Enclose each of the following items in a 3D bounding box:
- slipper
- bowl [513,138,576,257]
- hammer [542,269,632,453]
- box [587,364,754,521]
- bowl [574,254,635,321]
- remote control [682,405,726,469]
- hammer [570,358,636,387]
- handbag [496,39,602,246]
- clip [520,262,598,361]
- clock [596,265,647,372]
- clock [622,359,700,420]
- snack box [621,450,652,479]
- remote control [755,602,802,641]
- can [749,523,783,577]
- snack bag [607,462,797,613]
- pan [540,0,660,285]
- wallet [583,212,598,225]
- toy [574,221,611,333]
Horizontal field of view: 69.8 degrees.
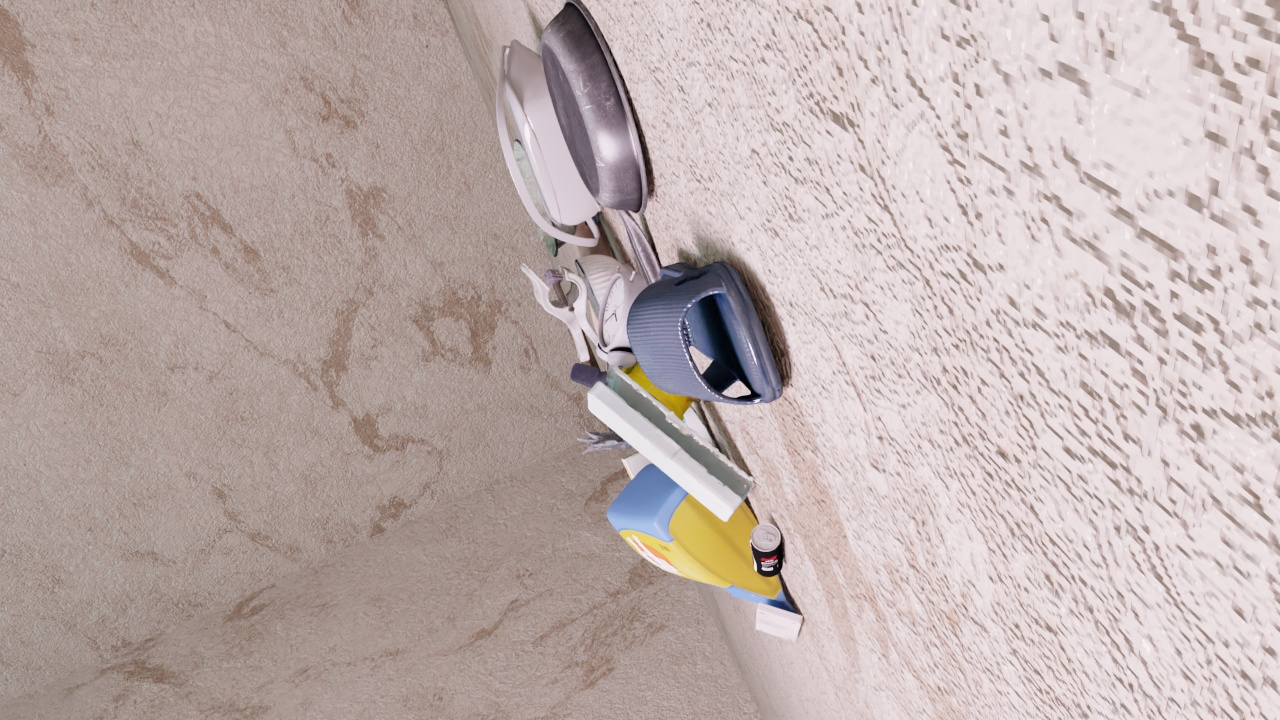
[{"bbox_3d":[0.033,-0.016,0.685,0.101,0.082,0.263,65,176,-13],"label":"slipper"},{"bbox_3d":[-0.120,-0.215,1.195,0.157,0.038,0.157,159,90,-78],"label":"bowl"},{"bbox_3d":[-0.078,-0.008,1.368,0.028,0.146,0.316,-44,59,37],"label":"hammer"},{"bbox_3d":[0.028,0.092,0.973,0.199,0.065,0.083,38,139,13],"label":"box"},{"bbox_3d":[-0.031,-0.083,1.148,0.118,0.062,0.118,155,91,-85],"label":"bowl"},{"bbox_3d":[0.079,0.108,1.100,0.143,0.024,0.049,66,171,-14],"label":"remote control"},{"bbox_3d":[-0.007,0.007,1.170,0.322,0.129,0.040,138,148,-73],"label":"hammer"},{"bbox_3d":[-0.113,-0.252,1.047,0.222,0.095,0.216,-116,7,-53],"label":"handbag"},{"bbox_3d":[-0.083,-0.075,1.149,0.152,0.097,0.126,45,-179,-12],"label":"clip"},{"bbox_3d":[-0.020,-0.041,1.025,0.094,0.035,0.123,-148,70,-69],"label":"clock"},{"bbox_3d":[0.015,0.033,1.037,0.083,0.057,0.119,43,163,-21],"label":"clock"},{"bbox_3d":[0.033,0.143,1.292,0.208,0.104,0.057,112,134,-83],"label":"snack box"},{"bbox_3d":[0.161,0.307,1.074,0.136,0.050,0.011,76,-149,-64],"label":"remote control"},{"bbox_3d":[0.129,0.195,0.939,0.080,0.031,0.031,74,171,-58],"label":"can"},{"bbox_3d":[0.079,0.220,1.081,0.205,0.102,0.159,47,160,-12],"label":"snack bag"},{"bbox_3d":[-0.022,-0.157,0.850,0.357,0.055,0.187,77,168,-46],"label":"pan"},{"bbox_3d":[-0.083,-0.236,1.176,0.089,0.026,0.115,90,156,-78],"label":"wallet"},{"bbox_3d":[-0.058,-0.110,1.310,0.196,0.065,0.264,138,110,-82],"label":"toy"}]
